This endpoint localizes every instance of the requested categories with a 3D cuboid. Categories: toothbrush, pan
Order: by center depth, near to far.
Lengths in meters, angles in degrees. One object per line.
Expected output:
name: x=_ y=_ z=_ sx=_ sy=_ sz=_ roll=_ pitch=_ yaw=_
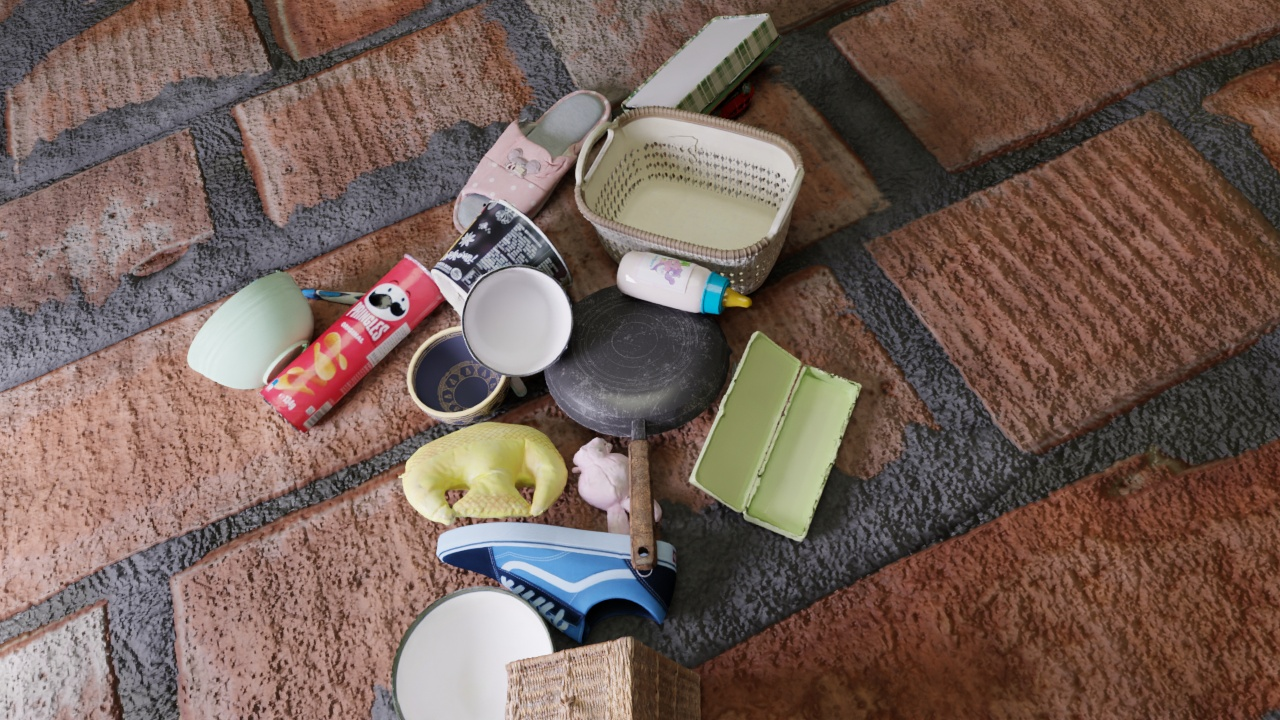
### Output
pan: x=-0.002 y=0.050 z=0.942 sx=0.208 sy=0.040 sz=0.356 roll=-4 pitch=52 yaw=1
toothbrush: x=-0.182 y=-0.025 z=1.076 sx=0.016 sy=0.017 sz=0.180 roll=-31 pitch=60 yaw=-14
toothbrush: x=-0.402 y=-0.085 z=1.142 sx=0.189 sy=0.017 sz=0.016 roll=7 pitch=62 yaw=13

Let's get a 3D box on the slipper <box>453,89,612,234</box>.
slipper: x=-0.139 y=-0.260 z=1.178 sx=0.114 sy=0.054 sz=0.273 roll=30 pitch=69 yaw=23

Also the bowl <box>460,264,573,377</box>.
bowl: x=-0.132 y=-0.044 z=0.962 sx=0.116 sy=0.066 sz=0.116 roll=-2 pitch=98 yaw=-14

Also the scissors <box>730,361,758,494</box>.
scissors: x=0.110 y=0.079 z=0.974 sx=0.095 sy=0.014 sz=0.170 roll=20 pitch=68 yaw=17

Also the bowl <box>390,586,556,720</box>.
bowl: x=-0.147 y=0.296 z=0.858 sx=0.153 sy=0.073 sz=0.153 roll=-4 pitch=60 yaw=7

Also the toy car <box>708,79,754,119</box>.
toy car: x=0.106 y=-0.330 z=1.185 sx=0.091 sy=0.036 sz=0.042 roll=-37 pitch=33 yaw=-14

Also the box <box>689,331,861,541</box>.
box: x=0.140 y=0.077 z=0.945 sx=0.141 sy=0.044 sz=0.187 roll=28 pitch=65 yaw=-6

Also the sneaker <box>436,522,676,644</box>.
sneaker: x=-0.088 y=0.217 z=0.889 sx=0.241 sy=0.083 sz=0.098 roll=4 pitch=62 yaw=8

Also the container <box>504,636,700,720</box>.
container: x=-0.025 y=0.308 z=0.760 sx=0.113 sy=0.198 sz=0.113 roll=-11 pitch=60 yaw=16

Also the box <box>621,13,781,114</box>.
box: x=0.079 y=-0.369 z=1.185 sx=0.118 sy=0.050 sz=0.205 roll=20 pitch=63 yaw=47

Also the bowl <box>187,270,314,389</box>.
bowl: x=-0.430 y=-0.022 z=1.050 sx=0.077 sy=0.151 sz=0.150 roll=42 pitch=73 yaw=1

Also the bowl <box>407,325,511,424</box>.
bowl: x=-0.195 y=0.025 z=1.023 sx=0.112 sy=0.061 sz=0.112 roll=-4 pitch=60 yaw=7

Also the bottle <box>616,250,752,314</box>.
bottle: x=0.049 y=-0.079 z=0.978 sx=0.146 sy=0.051 sz=0.051 roll=16 pitch=64 yaw=16

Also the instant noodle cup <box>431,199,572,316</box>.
instant noodle cup: x=-0.164 y=-0.099 z=1.044 sx=0.137 sy=0.137 sz=0.112 roll=38 pitch=73 yaw=25

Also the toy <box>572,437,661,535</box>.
toy: x=-0.028 y=0.134 z=0.946 sx=0.063 sy=0.047 sz=0.110 roll=-31 pitch=71 yaw=-6

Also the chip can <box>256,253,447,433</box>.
chip can: x=-0.330 y=-0.019 z=1.064 sx=0.073 sy=0.073 sz=0.232 roll=36 pitch=72 yaw=24

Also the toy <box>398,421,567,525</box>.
toy: x=-0.163 y=0.112 z=0.952 sx=0.170 sy=0.065 sz=0.154 roll=-4 pitch=33 yaw=-14

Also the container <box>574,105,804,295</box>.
container: x=0.059 y=-0.177 z=1.050 sx=0.246 sy=0.143 sz=0.184 roll=20 pitch=65 yaw=18
